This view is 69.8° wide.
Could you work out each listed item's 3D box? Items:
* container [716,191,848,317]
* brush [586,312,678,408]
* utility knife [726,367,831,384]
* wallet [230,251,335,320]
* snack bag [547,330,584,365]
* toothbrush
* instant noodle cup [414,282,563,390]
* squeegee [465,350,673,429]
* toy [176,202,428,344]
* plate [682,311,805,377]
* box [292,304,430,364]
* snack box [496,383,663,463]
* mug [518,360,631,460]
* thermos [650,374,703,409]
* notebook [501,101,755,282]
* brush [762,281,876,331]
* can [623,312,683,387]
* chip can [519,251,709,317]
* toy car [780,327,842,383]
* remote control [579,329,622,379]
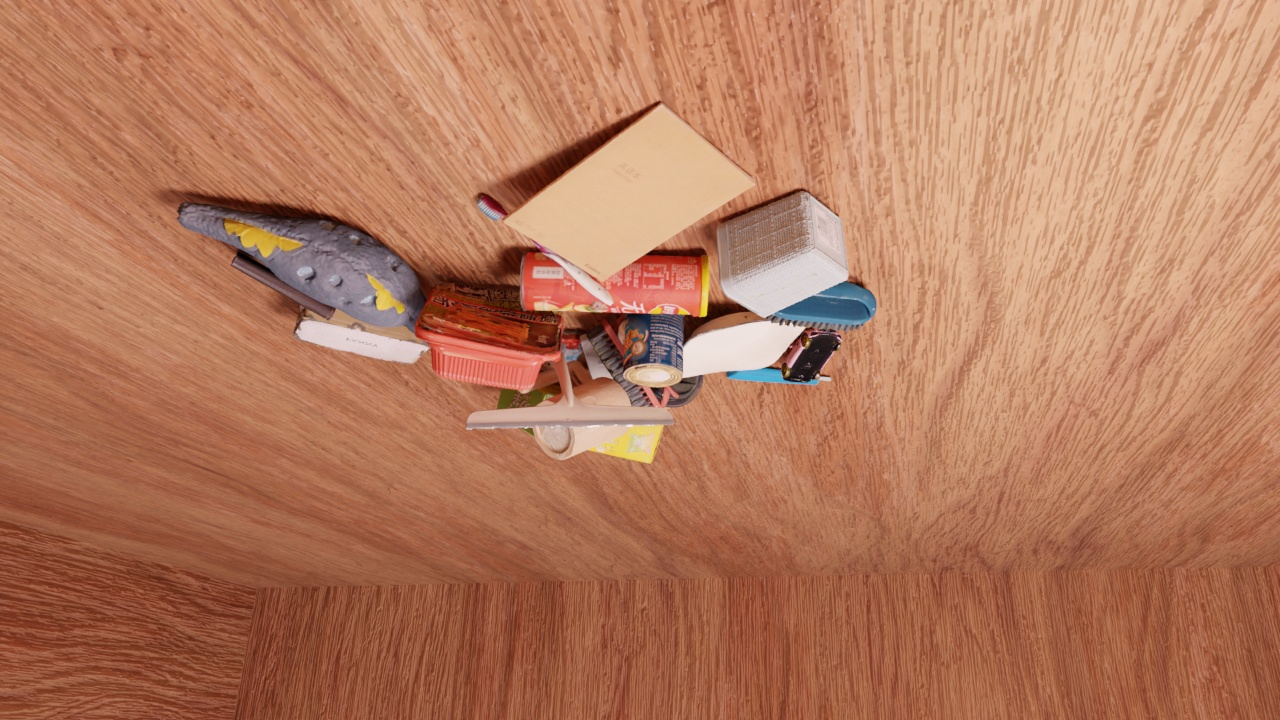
[{"bbox_3d":[0.153,-0.114,0.973,0.112,0.090,0.090,-21,149,36],"label":"container"},{"bbox_3d":[-0.007,0.007,1.215,0.069,0.146,0.063,-32,-165,-1],"label":"brush"},{"bbox_3d":[0.212,0.023,1.374,0.166,0.018,0.034,5,160,-14],"label":"utility knife"},{"bbox_3d":[-0.416,-0.089,1.070,0.122,0.020,0.096,33,175,-24],"label":"wallet"},{"bbox_3d":[-0.100,-0.014,1.296,0.045,0.026,0.105,-9,161,-21],"label":"snack bag"},{"bbox_3d":[-0.101,-0.116,0.994,0.187,0.016,0.017,38,128,-22],"label":"toothbrush"},{"bbox_3d":[-0.175,-0.026,1.078,0.164,0.079,0.188,10,-159,-7],"label":"instant noodle cup"},{"bbox_3d":[-0.105,0.006,1.161,0.246,0.246,0.039,0,117,-16],"label":"squeegee"},{"bbox_3d":[-0.334,-0.095,1.046,0.138,0.091,0.356,-2,158,40],"label":"toy"},{"bbox_3d":[0.122,-0.025,1.214,0.164,0.034,0.164,-7,159,-16],"label":"plate"},{"bbox_3d":[-0.355,-0.046,1.204,0.184,0.059,0.090,13,155,-29],"label":"box"},{"bbox_3d":[-0.094,0.087,1.400,0.209,0.070,0.158,16,-178,-31],"label":"snack box"},{"bbox_3d":[-0.087,0.059,1.178,0.103,0.124,0.084,-21,155,-46],"label":"mug"},{"bbox_3d":[0.033,0.032,1.329,0.093,0.093,0.143,6,165,-10],"label":"thermos"},{"bbox_3d":[-0.013,-0.160,0.919,0.212,0.012,0.149,-29,143,31],"label":"notebook"},{"bbox_3d":[0.215,-0.073,1.100,0.144,0.055,0.074,5,157,-7],"label":"brush"},{"bbox_3d":[0.017,-0.028,1.147,0.075,0.111,0.075,1,157,0],"label":"can"},{"bbox_3d":[-0.029,-0.088,1.060,0.216,0.073,0.073,1,157,1],"label":"chip can"},{"bbox_3d":[0.236,-0.009,1.276,0.056,0.037,0.123,5,144,-15],"label":"toy car"},{"bbox_3d":[-0.043,0.012,1.284,0.056,0.019,0.135,-16,131,0],"label":"remote control"}]
